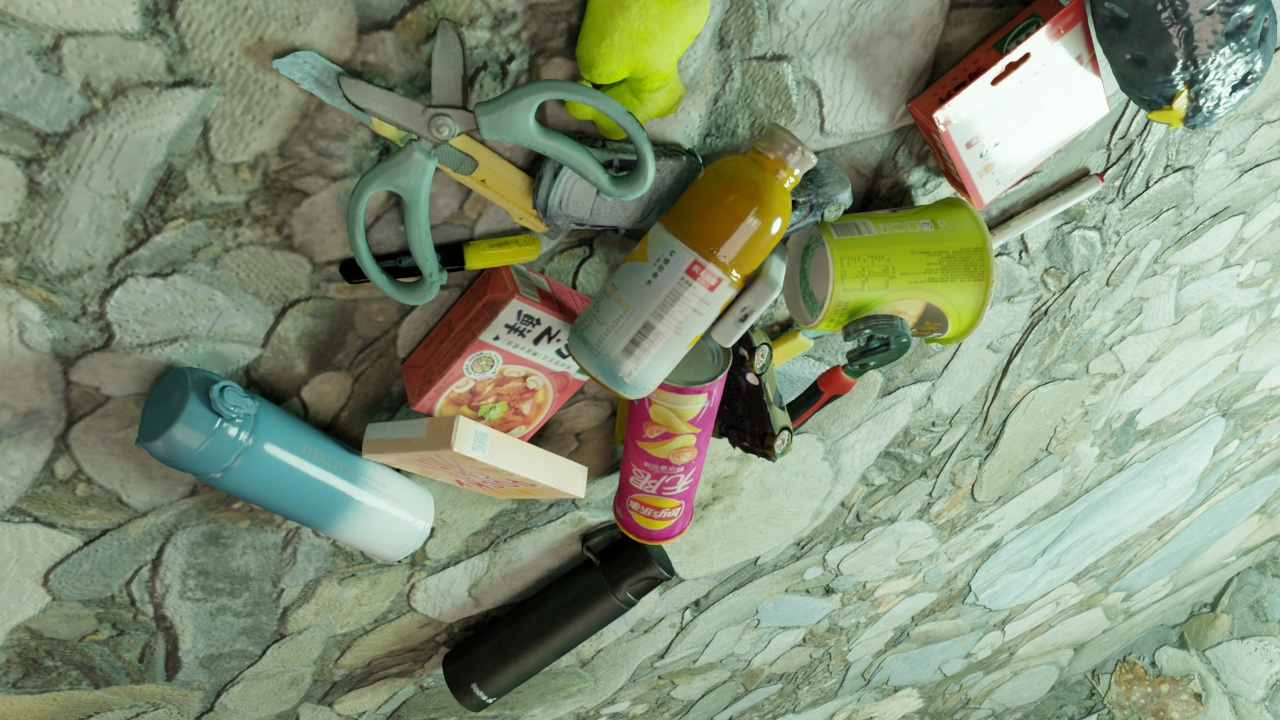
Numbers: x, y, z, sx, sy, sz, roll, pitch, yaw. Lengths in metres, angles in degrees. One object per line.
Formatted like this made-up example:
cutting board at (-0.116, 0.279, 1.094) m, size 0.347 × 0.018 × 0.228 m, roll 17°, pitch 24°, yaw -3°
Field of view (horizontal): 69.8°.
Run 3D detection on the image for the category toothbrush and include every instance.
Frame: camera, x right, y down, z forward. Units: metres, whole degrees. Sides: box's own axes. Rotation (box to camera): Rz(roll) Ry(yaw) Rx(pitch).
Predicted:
toothbrush at (-0.004, 0.004, 0.709) m, size 0.015 × 0.016 × 0.190 m, roll -12°, pitch 139°, yaw -20°

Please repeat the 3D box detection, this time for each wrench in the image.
wrench at (0.145, 0.026, 0.745) m, size 0.056 × 0.016 × 0.274 m, roll 4°, pitch 157°, yaw -11°

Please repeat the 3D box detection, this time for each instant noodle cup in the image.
instant noodle cup at (0.174, -0.064, 0.677) m, size 0.123 × 0.111 × 0.112 m, roll -3°, pitch 136°, yaw -16°

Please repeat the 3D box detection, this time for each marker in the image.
marker at (-0.121, -0.063, 0.563) m, size 0.124 × 0.018 × 0.015 m, roll -11°, pitch 159°, yaw -18°
marker at (0.321, -0.116, 0.769) m, size 0.145 × 0.017 × 0.017 m, roll -29°, pitch 142°, yaw 2°

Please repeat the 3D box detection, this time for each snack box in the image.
snack box at (-0.080, 0.000, 0.637) m, size 0.113 × 0.044 × 0.127 m, roll -45°, pitch 139°, yaw 21°
snack box at (-0.116, 0.074, 0.671) m, size 0.085 × 0.026 × 0.157 m, roll -6°, pitch 158°, yaw 30°
snack box at (0.252, -0.181, 0.633) m, size 0.113 × 0.044 × 0.127 m, roll -38°, pitch 142°, yaw 13°

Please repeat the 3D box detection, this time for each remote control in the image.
remote control at (0.077, -0.048, 0.626) m, size 0.020 × 0.135 × 0.056 m, roll 39°, pitch 110°, yaw -2°

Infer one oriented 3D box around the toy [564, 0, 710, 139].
toy at (-0.003, -0.170, 0.505) m, size 0.097 × 0.031 × 0.100 m, roll -26°, pitch 142°, yaw 1°

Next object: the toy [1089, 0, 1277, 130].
toy at (0.339, -0.222, 0.580) m, size 0.092 × 0.137 × 0.356 m, roll -22°, pitch 150°, yaw 34°

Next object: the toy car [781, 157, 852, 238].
toy car at (0.090, -0.106, 0.618) m, size 0.105 × 0.049 × 0.031 m, roll -24°, pitch 139°, yaw -6°

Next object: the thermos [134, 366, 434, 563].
thermos at (-0.229, 0.074, 0.616) m, size 0.070 × 0.070 × 0.220 m, roll -34°, pitch 141°, yaw 8°

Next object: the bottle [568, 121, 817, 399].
bottle at (0.033, -0.062, 0.569) m, size 0.190 × 0.068 × 0.068 m, roll -50°, pitch 138°, yaw 11°

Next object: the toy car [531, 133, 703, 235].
toy car at (-0.010, -0.105, 0.562) m, size 0.120 × 0.037 × 0.054 m, roll -6°, pitch 131°, yaw -37°

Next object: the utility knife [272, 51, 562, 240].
utility knife at (-0.111, -0.118, 0.516) m, size 0.204 × 0.021 × 0.031 m, roll 29°, pitch 110°, yaw -42°

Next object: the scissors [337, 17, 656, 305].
scissors at (-0.079, -0.095, 0.502) m, size 0.170 × 0.019 × 0.172 m, roll 8°, pitch 126°, yaw -12°

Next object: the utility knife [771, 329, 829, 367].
utility knife at (0.102, 0.000, 0.768) m, size 0.216 × 0.015 × 0.033 m, roll -29°, pitch 141°, yaw 5°

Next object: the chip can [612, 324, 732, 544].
chip can at (0.021, 0.062, 0.725) m, size 0.071 × 0.071 × 0.211 m, roll -13°, pitch 142°, yaw -18°

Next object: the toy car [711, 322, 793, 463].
toy car at (0.080, 0.019, 0.720) m, size 0.042 × 0.070 × 0.158 m, roll -46°, pitch 135°, yaw -31°

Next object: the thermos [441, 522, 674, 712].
thermos at (-0.088, 0.245, 0.902) m, size 0.243 × 0.068 × 0.090 m, roll -37°, pitch 109°, yaw 8°
